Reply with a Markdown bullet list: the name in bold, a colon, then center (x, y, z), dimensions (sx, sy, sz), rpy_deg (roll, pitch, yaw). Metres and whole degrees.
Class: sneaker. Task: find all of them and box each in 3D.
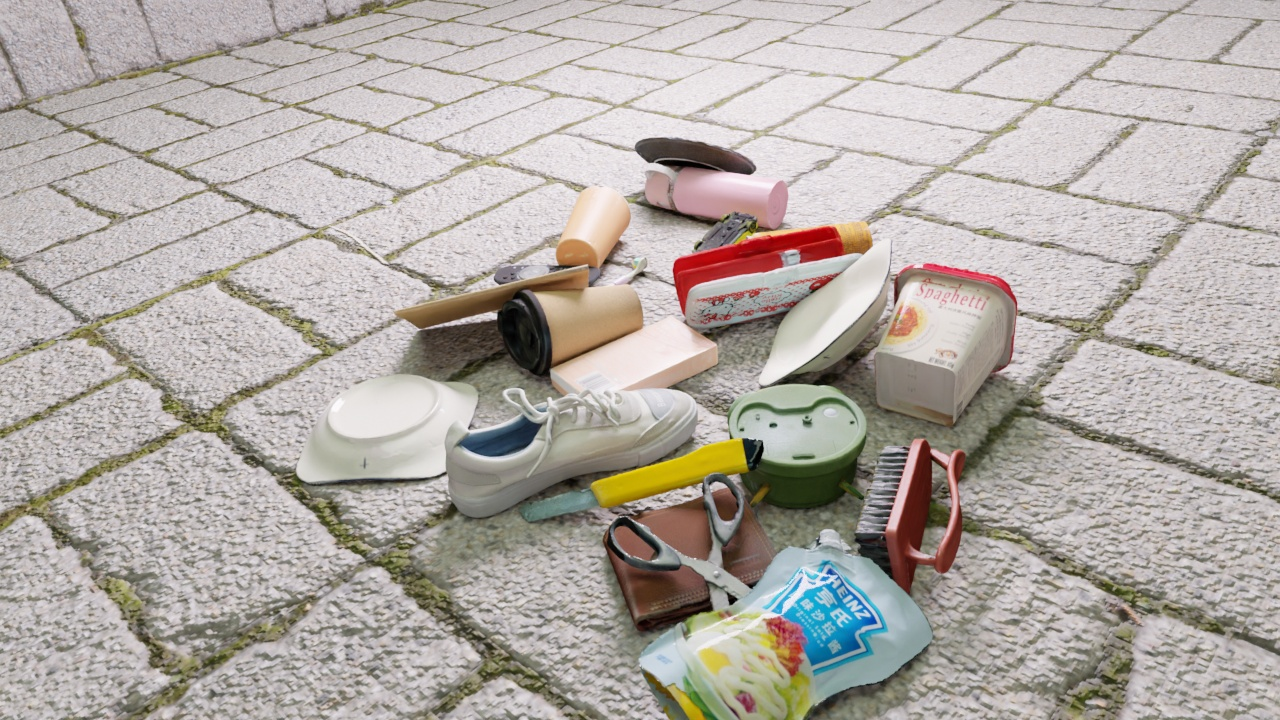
- **sneaker**: center (-0.062, 0.056, 0.828), dimensions (0.241, 0.091, 0.089), rpy_deg (-18, 35, -19)

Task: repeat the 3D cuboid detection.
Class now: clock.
- **clock**: center (0.136, 0.066, 0.811), dimensions (0.116, 0.056, 0.161), rpy_deg (-4, 33, 3)

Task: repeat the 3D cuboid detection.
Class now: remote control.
- **remote control**: center (-0.116, -0.100, 1.141), dimensions (0.136, 0.024, 0.053), rpy_deg (2, 35, 15)

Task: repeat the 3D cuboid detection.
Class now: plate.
- **plate**: center (0.195, -0.039, 0.923), dimensions (0.165, 0.034, 0.163), rpy_deg (-40, 13, 37)
- **plate**: center (0.076, -0.282, 1.321), dimensions (0.179, 0.024, 0.179), rpy_deg (12, -1, 0)
- **plate**: center (-0.250, 0.058, 0.911), dimensions (0.164, 0.034, 0.163), rpy_deg (-3, 33, 4)

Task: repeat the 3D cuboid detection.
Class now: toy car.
- **toy car**: center (0.110, -0.153, 1.180), dimensions (0.048, 0.032, 0.105), rpy_deg (22, 53, 36)

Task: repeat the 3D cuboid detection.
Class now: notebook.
- **notebook**: center (-0.159, -0.069, 1.025), dimensions (0.207, 0.008, 0.148), rpy_deg (-13, -3, -4)

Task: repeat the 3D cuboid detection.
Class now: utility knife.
- **utility knife**: center (-0.002, 0.103, 0.770), dimensions (0.223, 0.015, 0.033), rpy_deg (-16, 50, 14)

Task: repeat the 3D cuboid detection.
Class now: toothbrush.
- **toothbrush**: center (-0.057, -0.078, 1.103), dimensions (0.020, 0.029, 0.189), rpy_deg (49, 53, 4)

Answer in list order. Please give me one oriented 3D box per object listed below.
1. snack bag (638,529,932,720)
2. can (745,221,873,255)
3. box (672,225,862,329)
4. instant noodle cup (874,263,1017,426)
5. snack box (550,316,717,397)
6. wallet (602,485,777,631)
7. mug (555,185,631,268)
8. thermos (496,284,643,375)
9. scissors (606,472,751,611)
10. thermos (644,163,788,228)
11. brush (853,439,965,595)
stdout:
- **snack bag**: center (0.102, 0.192, 0.622), dimensions (0.190, 0.039, 0.110), rpy_deg (-27, 51, -26)
- **can**: center (0.202, -0.131, 1.104), dimensions (0.146, 0.058, 0.058), rpy_deg (-7, 33, 0)
- **box**: center (0.143, -0.095, 1.015), dimensions (0.201, 0.095, 0.101), rpy_deg (-12, -4, -6)
- **instant noodle cup**: center (0.281, -0.013, 0.868), dimensions (0.116, 0.117, 0.124), rpy_deg (16, 50, 30)
- **snack box**: center (-0.006, 0.006, 0.956), dimensions (0.157, 0.026, 0.084), rpy_deg (-24, 36, -25)
- **wallet**: center (0.040, 0.153, 0.716), dimensions (0.124, 0.032, 0.101), rpy_deg (-15, 36, -12)
- **mug**: center (-0.065, -0.163, 1.191), dimensions (0.078, 0.078, 0.122), rpy_deg (4, 39, 15)
- **thermos**: center (-0.073, -0.040, 0.989), dimensions (0.143, 0.093, 0.093), rpy_deg (-15, 33, -27)
- **scissors**: center (0.056, 0.155, 0.680), dimensions (0.181, 0.014, 0.159), rpy_deg (21, 53, 15)
- **thermos**: center (0.097, -0.234, 1.259), dimensions (0.199, 0.087, 0.067), rpy_deg (17, 76, 29)
- **brush**: center (0.217, 0.113, 0.718), dimensions (0.069, 0.063, 0.145), rpy_deg (-2, 29, 28)
